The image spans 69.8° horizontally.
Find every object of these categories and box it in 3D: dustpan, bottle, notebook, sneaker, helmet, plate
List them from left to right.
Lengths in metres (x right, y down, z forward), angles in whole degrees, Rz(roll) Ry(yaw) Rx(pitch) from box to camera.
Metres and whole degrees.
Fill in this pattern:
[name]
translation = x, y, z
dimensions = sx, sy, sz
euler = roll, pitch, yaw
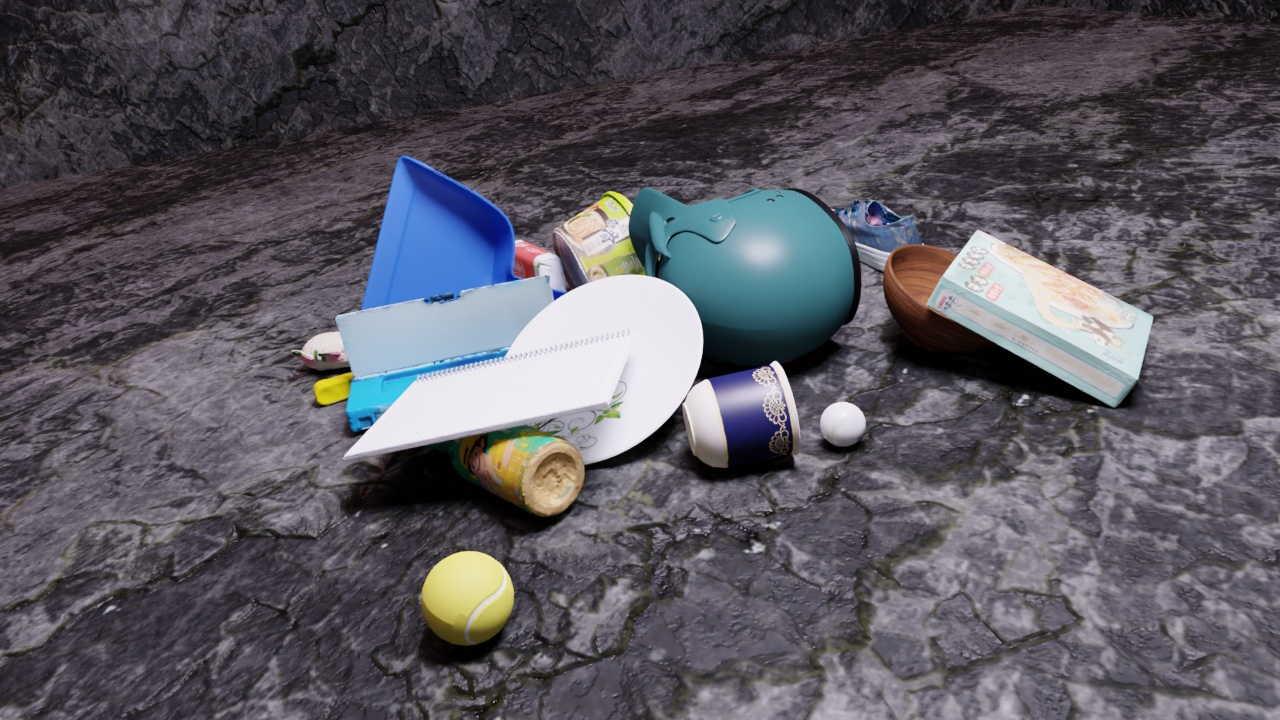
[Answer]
[dustpan]
translation = -0.196, -0.095, 1.132
dimensions = 0.257, 0.245, 0.059
euler = 11, 8, -34
[bottle]
translation = -0.139, 0.081, 0.842
dimensions = 0.067, 0.068, 0.210
euler = -27, 27, -35
[notebook]
translation = -0.132, 0.028, 0.858
dimensions = 0.246, 0.013, 0.177
euler = -12, 19, 13
[plate]
translation = -0.040, 0.012, 0.927
dimensions = 0.230, 0.030, 0.228
euler = -15, 50, 18
[helmet]
translation = 0.099, -0.103, 1.015
dimensions = 0.200, 0.177, 0.274
euler = -13, 35, -15
[sneaker]
translation = 0.302, -0.186, 1.252
dimensions = 0.087, 0.079, 0.235
euler = -19, 28, -20

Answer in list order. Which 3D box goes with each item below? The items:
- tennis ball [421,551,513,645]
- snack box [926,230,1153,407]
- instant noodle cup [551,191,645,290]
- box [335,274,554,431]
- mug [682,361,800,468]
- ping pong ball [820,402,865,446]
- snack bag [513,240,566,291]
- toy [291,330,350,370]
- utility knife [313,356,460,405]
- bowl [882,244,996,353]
[tennis ball]
translation = -0.124, 0.170, 0.657
dimensions = 0.065, 0.065, 0.065
euler = -7, 26, 3
[snack box]
translation = 0.393, -0.047, 0.899
dimensions = 0.193, 0.044, 0.141
euler = 32, 39, 16
[instant noodle cup]
translation = -0.047, -0.135, 1.186
dimensions = 0.097, 0.146, 0.146
euler = -27, 30, -14
[box]
translation = -0.203, -0.012, 1.000
dimensions = 0.243, 0.115, 0.094
euler = -12, 25, -7
[mug]
translation = 0.085, 0.048, 0.832
dimensions = 0.089, 0.086, 0.111
euler = -12, 21, -3
[ping pong ball]
translation = 0.183, 0.058, 0.829
dimensions = 0.040, 0.040, 0.040
euler = -7, 26, 3
[snack bag]
translation = -0.142, -0.114, 1.235
dimensions = 0.036, 0.077, 0.116
euler = -20, 28, -28
[toy]
translation = -0.376, -0.015, 1.131
dimensions = 0.087, 0.050, 0.112
euler = -7, 11, 13
[utility knife]
translation = -0.294, 0.015, 1.072
dimensions = 0.172, 0.029, 0.020
euler = -17, 33, -21
[bowl]
translation = 0.315, -0.052, 0.966
dimensions = 0.147, 0.069, 0.147
euler = 13, 39, -11
